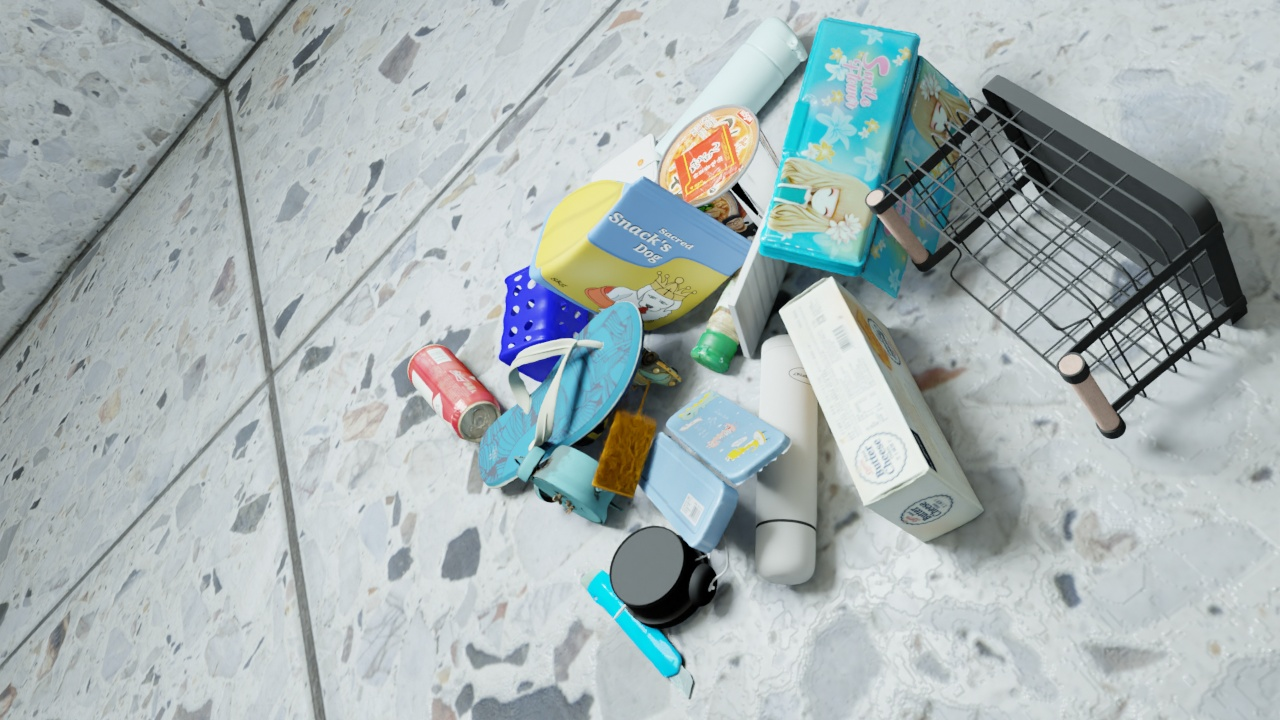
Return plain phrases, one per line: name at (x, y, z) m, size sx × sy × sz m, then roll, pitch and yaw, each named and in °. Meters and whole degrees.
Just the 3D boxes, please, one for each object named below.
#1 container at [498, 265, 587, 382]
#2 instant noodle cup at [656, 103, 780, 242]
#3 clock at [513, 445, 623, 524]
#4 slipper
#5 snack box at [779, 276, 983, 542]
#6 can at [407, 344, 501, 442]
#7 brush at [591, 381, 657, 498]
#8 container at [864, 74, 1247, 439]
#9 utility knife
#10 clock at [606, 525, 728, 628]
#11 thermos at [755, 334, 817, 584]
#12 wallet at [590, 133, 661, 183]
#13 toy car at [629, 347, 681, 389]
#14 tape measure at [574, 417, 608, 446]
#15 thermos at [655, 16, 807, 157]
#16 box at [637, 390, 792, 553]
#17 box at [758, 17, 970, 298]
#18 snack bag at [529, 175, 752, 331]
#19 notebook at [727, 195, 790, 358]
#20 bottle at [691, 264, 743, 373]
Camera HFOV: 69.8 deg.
container at (-0.112, -0.046, 1.092) m, size 0.085 × 0.085 × 0.113 m, roll -21°, pitch 53°, yaw 32°
instant noodle cup at (0.102, -0.179, 0.957) m, size 0.124 × 0.121 × 0.123 m, roll -22°, pitch 51°, yaw 30°
clock at (-0.078, 0.124, 0.950) m, size 0.124 × 0.090 × 0.053 m, roll 22°, pitch 68°, yaw 29°
slipper at (-0.103, 0.044, 0.986) m, size 0.296 × 0.060 × 0.118 m, roll -41°, pitch 51°, yaw 33°
snack box at (0.194, 0.037, 0.753) m, size 0.058 × 0.104 × 0.207 m, roll -36°, pitch 46°, yaw 23°
can at (-0.237, 0.040, 1.163) m, size 0.067 × 0.067 × 0.170 m, roll -54°, pitch 43°, yaw 1°
brush at (-0.009, 0.074, 0.919) m, size 0.048 × 0.017 × 0.126 m, roll 16°, pitch 59°, yaw 5°
container at (0.302, -0.080, 0.684) m, size 0.130 × 0.162 × 0.241 m, roll -44°, pitch 44°, yaw 12°
utility knife at (-0.004, 0.250, 0.860) m, size 0.031 × 0.015 × 0.175 m, roll -55°, pitch 44°, yaw 4°
clock at (0.026, 0.191, 0.842) m, size 0.121 × 0.042 × 0.091 m, roll -25°, pitch 45°, yaw 18°
thermos at (0.131, 0.085, 0.816) m, size 0.052 × 0.052 × 0.223 m, roll -15°, pitch 55°, yaw 35°
wallet at (-0.014, -0.234, 1.160) m, size 0.119 × 0.037 × 0.115 m, roll -29°, pitch 48°, yaw 30°
toy car at (-0.006, 0.006, 0.992) m, size 0.112 × 0.047 × 0.047 m, roll 32°, pitch 87°, yaw 49°
tape measure at (-0.068, 0.061, 1.020) m, size 0.067 × 0.038 × 0.062 m, roll -3°, pitch 63°, yaw 40°
thermos at (0.107, -0.306, 1.074) m, size 0.207 × 0.065 × 0.078 m, roll -49°, pitch 45°, yaw 7°
box at (0.055, 0.089, 0.838) m, size 0.127 × 0.034 × 0.209 m, roll -54°, pitch 17°, yaw -1°
box at (0.212, -0.177, 0.814) m, size 0.072 × 0.182 × 0.226 m, roll 150°, pitch 138°, yaw -74°
snack bag at (0.004, -0.117, 0.948) m, size 0.206 × 0.159 × 0.102 m, roll -19°, pitch 51°, yaw 53°
notebook at (0.134, -0.119, 0.885) m, size 0.009 × 0.142 × 0.209 m, roll 19°, pitch 76°, yaw 18°
bottle at (0.093, -0.044, 0.939) m, size 0.043 × 0.043 × 0.111 m, roll 18°, pitch 77°, yaw 46°
